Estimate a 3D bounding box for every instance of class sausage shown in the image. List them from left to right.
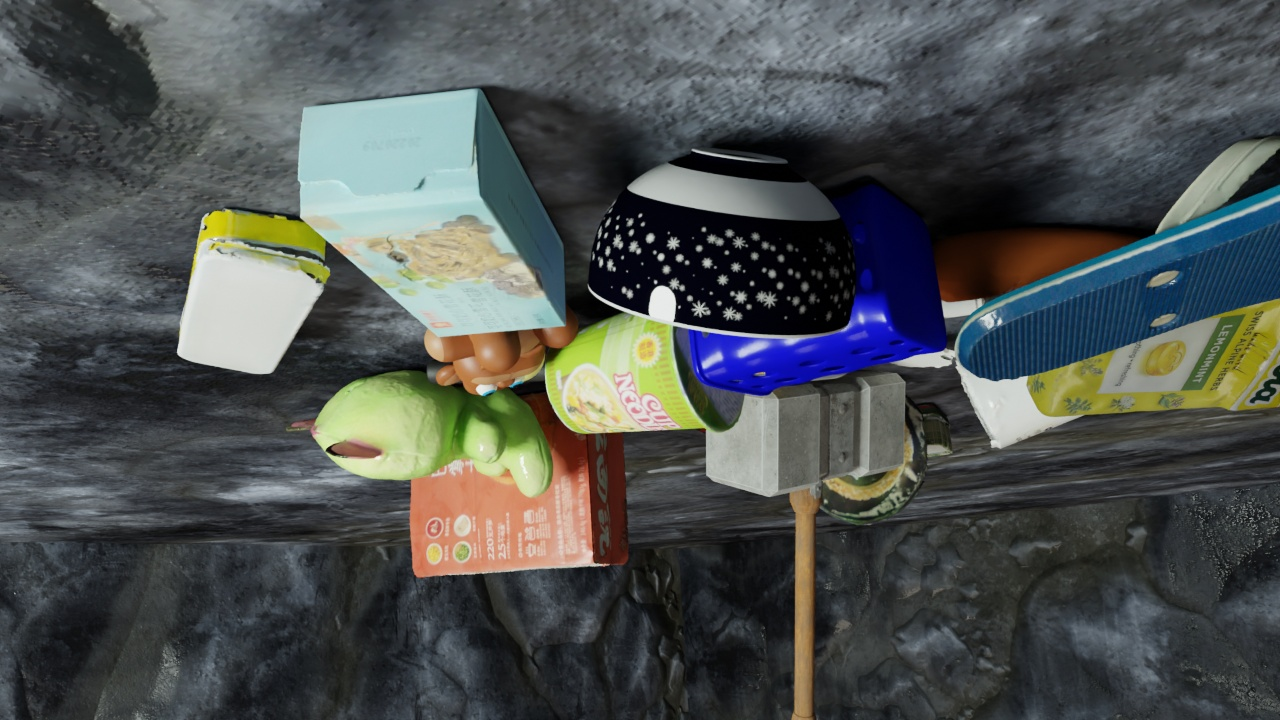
[{"bbox_3d":[0.241,-0.054,0.531,0.164,0.044,0.039,0,-158,-12],"label":"sausage"}]

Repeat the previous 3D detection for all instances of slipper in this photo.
[{"bbox_3d":[0.298,-0.067,0.458,0.295,0.060,0.118,-20,153,15],"label":"slipper"}]

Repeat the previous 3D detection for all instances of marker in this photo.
[{"bbox_3d":[0.173,-0.032,0.649,0.134,0.017,0.020,-8,-171,19],"label":"marker"}]

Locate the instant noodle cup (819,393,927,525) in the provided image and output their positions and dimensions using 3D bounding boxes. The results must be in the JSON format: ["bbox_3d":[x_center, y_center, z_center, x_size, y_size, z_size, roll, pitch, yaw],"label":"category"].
[{"bbox_3d":[0.198,0.086,0.901,0.137,0.137,0.112,-1,175,-8],"label":"instant noodle cup"}]

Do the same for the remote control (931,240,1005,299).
[{"bbox_3d":[0.213,-0.053,0.585,0.146,0.015,0.033,8,161,-35],"label":"remote control"}]

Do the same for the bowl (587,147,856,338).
[{"bbox_3d":[0.039,-0.059,0.410,0.120,0.066,0.120,7,-163,-2],"label":"bowl"}]

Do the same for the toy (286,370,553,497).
[{"bbox_3d":[-0.177,0.057,0.776,0.196,0.107,0.150,19,176,-35],"label":"toy"}]

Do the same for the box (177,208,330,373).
[{"bbox_3d":[-0.233,-0.031,0.541,0.064,0.037,0.210,7,162,-28],"label":"box"}]

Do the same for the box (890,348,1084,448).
[{"bbox_3d":[0.278,0.007,0.730,0.156,0.126,0.084,-28,163,13],"label":"box"}]

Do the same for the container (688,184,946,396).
[{"bbox_3d":[0.095,-0.034,0.503,0.114,0.084,0.085,-15,163,36],"label":"container"}]

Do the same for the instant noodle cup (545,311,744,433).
[{"bbox_3d":[0.000,0.007,0.604,0.108,0.098,0.098,-12,162,29],"label":"instant noodle cup"}]

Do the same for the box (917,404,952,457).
[{"bbox_3d":[0.256,0.095,1.084,0.206,0.051,0.117,-10,166,26],"label":"box"}]

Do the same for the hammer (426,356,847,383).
[{"bbox_3d":[-0.004,0.004,0.700,0.324,0.029,0.127,-2,-179,7],"label":"hammer"}]

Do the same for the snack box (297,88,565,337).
[{"bbox_3d":[-0.087,-0.060,0.434,0.075,0.053,0.175,-4,164,5],"label":"snack box"}]

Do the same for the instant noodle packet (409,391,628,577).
[{"bbox_3d":[-0.131,0.121,0.882,0.221,0.164,0.084,-9,166,20],"label":"instant noodle packet"}]

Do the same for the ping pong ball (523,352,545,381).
[{"bbox_3d":[-0.089,-0.004,0.659,0.040,0.040,0.040,-3,165,-1],"label":"ping pong ball"}]

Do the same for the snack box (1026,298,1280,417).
[{"bbox_3d":[0.362,-0.014,0.613,0.181,0.045,0.121,-3,137,0],"label":"snack box"}]

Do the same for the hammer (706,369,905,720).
[{"bbox_3d":[0.139,0.171,0.773,0.162,0.318,0.083,-5,-172,-36],"label":"hammer"}]

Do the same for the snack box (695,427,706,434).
[{"bbox_3d":[0.101,0.064,0.965,0.051,0.031,0.141,-9,164,20],"label":"snack box"}]

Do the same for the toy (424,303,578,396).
[{"bbox_3d":[-0.090,-0.005,0.582,0.094,0.065,0.128,-15,160,-28],"label":"toy"}]
